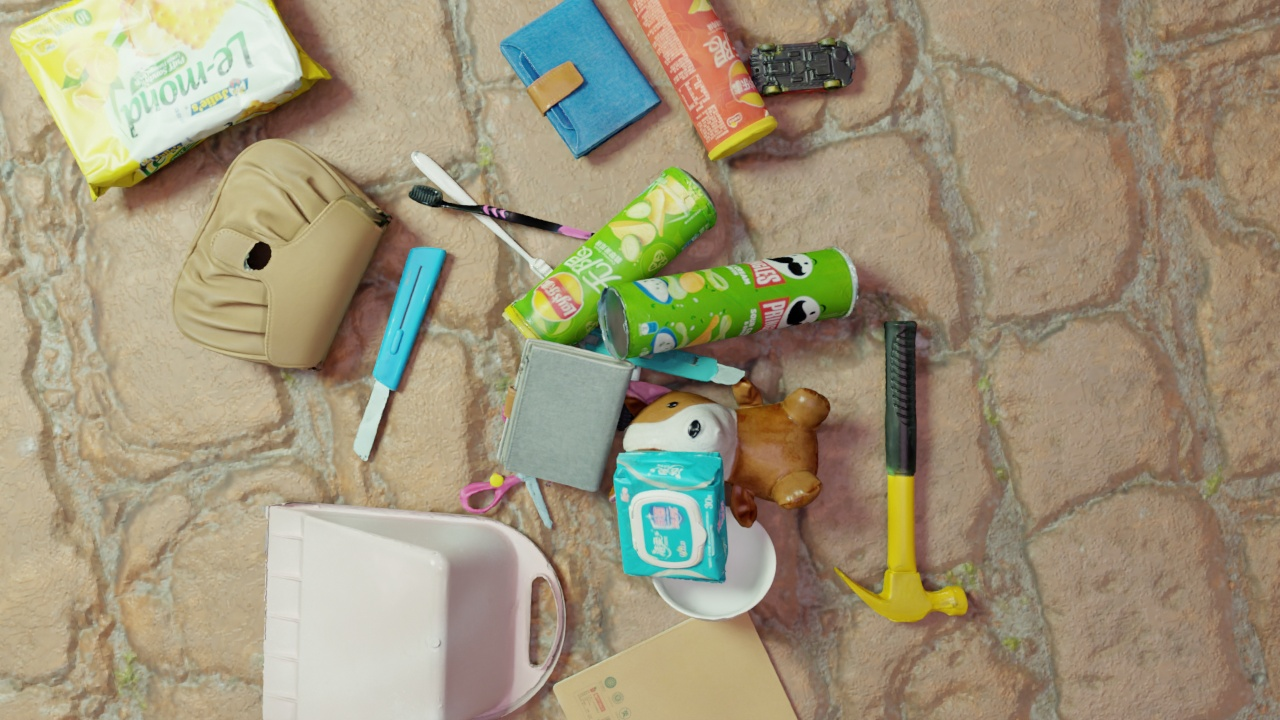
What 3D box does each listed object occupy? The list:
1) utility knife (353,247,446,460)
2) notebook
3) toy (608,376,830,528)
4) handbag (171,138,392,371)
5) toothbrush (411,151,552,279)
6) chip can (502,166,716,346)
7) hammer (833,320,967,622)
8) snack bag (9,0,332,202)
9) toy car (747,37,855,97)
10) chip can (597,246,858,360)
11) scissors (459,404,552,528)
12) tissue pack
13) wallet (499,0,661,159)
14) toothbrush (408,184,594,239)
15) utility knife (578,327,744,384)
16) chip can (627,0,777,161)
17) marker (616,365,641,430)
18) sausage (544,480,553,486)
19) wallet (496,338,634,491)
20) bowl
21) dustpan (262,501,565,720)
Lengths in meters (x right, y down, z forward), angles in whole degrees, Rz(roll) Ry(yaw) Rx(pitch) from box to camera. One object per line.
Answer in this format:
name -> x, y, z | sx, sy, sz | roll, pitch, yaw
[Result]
utility knife -> -0.237, -0.008, 0.886 | 0.034, 0.018, 0.218 | 19, 92, -4
notebook -> 0.037, 0.344, 0.916 | 0.207, 0.008, 0.148 | -25, 93, -3
toy -> 0.072, 0.081, 0.860 | 0.199, 0.130, 0.140 | 6, 73, 6
handbag -> -0.329, -0.092, 0.837 | 0.147, 0.100, 0.204 | 26, 93, -7
toothbrush -> -0.153, -0.141, 0.888 | 0.180, 0.016, 0.016 | 42, 73, -3
chip can -> -0.025, -0.091, 0.870 | 0.221, 0.072, 0.072 | -42, 93, -2
hammer -> 0.258, 0.111, 0.913 | 0.128, 0.033, 0.300 | -1, 92, -5
snack bag -> -0.429, -0.271, 0.842 | 0.246, 0.068, 0.158 | -28, 92, -3
toy car -> 0.157, -0.284, 0.896 | 0.106, 0.031, 0.049 | -8, 93, -6
chip can -> 0.082, -0.054, 0.849 | 0.235, 0.072, 0.072 | -11, 92, -18
scissors -> -0.116, 0.105, 0.898 | 0.133, 0.017, 0.134 | -17, 92, -7
tissue pack -> 0.028, 0.141, 0.816 | 0.093, 0.050, 0.134 | 0, 120, 12
wallet -> -0.058, -0.275, 0.882 | 0.106, 0.040, 0.133 | -35, 92, -7
toothbrush -> -0.126, -0.140, 0.878 | 0.189, 0.018, 0.014 | 12, 57, -12
utility knife -> 0.014, -0.005, 0.869 | 0.176, 0.013, 0.029 | 14, 76, 20
chip can -> 0.047, -0.299, 0.870 | 0.073, 0.073, 0.216 | -30, 93, -3
marker -> -0.005, 0.005, 0.901 | 0.022, 0.018, 0.130 | 9, 91, -12
sausage -> -0.055, 0.053, 0.892 | 0.020, 0.020, 0.155 | 27, 85, -4
wallet -> -0.073, 0.049, 0.849 | 0.106, 0.037, 0.130 | 14, 110, -5
bowl -> 0.070, 0.205, 0.879 | 0.118, 0.065, 0.118 | -4, 51, 5
dustpan -> -0.223, 0.255, 0.898 | 0.274, 0.138, 0.222 | 5, 92, 24
